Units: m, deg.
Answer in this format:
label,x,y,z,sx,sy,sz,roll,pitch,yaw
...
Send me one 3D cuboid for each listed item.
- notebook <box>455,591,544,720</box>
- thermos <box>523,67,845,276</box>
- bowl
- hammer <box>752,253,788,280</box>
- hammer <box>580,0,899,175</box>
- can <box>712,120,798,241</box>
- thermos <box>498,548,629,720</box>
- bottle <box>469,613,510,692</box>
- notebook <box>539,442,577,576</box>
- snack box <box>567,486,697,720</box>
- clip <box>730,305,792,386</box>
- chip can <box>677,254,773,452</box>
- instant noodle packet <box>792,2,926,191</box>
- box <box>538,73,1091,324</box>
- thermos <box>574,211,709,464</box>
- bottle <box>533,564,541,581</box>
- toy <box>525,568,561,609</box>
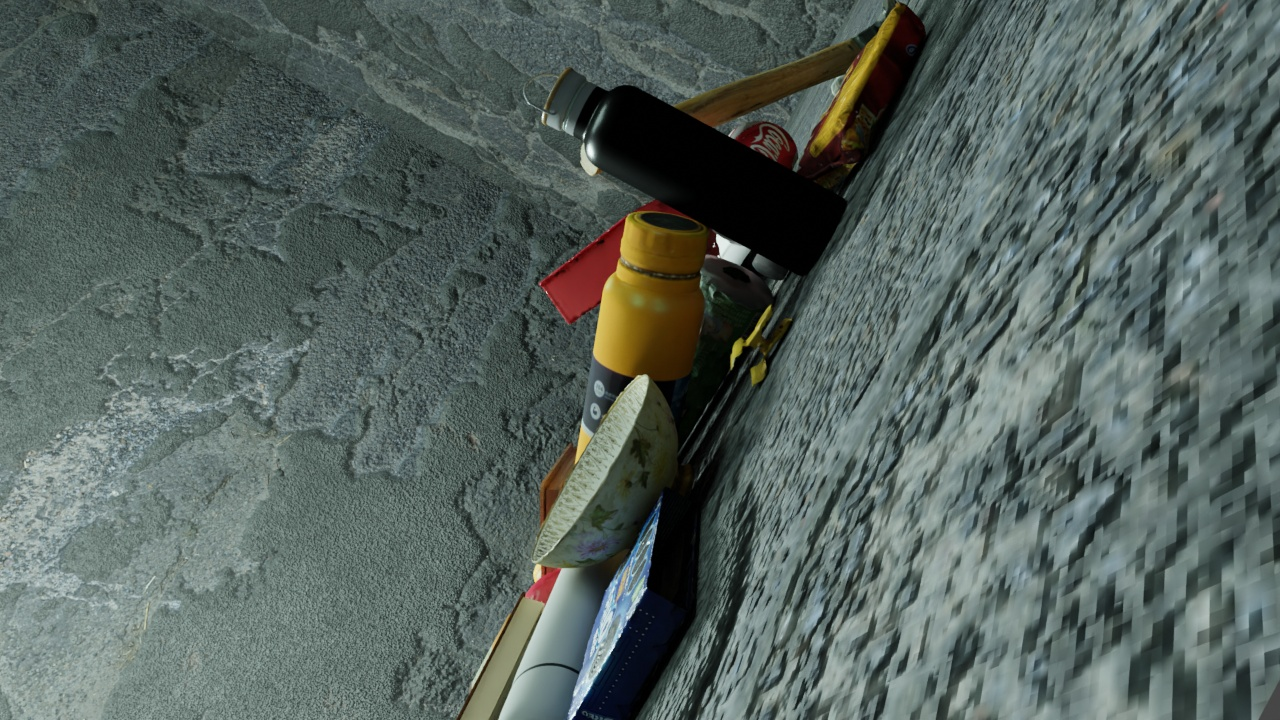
label,x,y,z,sx,sy,sz,roll,pitch,yaw
notebook,-0.110,0.288,0.600,0.167,0.024,0.226,-62,-13,-62
thermos,0.025,-0.139,0.634,0.061,0.231,0.061,-62,0,0
bowl,-0.009,0.086,0.606,0.145,0.063,0.145,-56,7,10
hammer,0.127,-0.116,0.884,0.127,0.029,0.323,-62,0,-4
hammer,0.093,-0.220,0.747,0.329,0.033,0.132,-28,-12,-26
can,0.086,-0.141,0.724,0.064,0.064,0.104,-62,2,41
thermos,-0.040,0.173,0.567,0.052,0.052,0.223,-62,1,15
bottle,-0.129,0.320,0.897,0.157,0.068,0.067,-62,1,23
notebook,-0.066,0.175,0.841,0.210,0.022,0.169,-62,-28,-85
snack box,-0.001,0.128,0.486,0.082,0.027,0.150,-61,0,11
clip,0.074,-0.013,0.587,0.053,0.044,0.050,-58,-29,-76
chip can,0.029,0.019,0.775,0.224,0.075,0.075,-61,1,27
instant noodle packet,0.159,-0.186,0.677,0.135,0.039,0.099,-60,-1,-20
box,0.162,-0.139,0.889,0.512,0.141,0.214,-14,13,26
thermos,-0.004,0.004,0.696,0.091,0.076,0.233,38,126,48
bottle,-0.092,0.250,1.166,0.063,0.063,0.108,-62,0,36
toy,-0.061,0.194,0.702,0.091,0.045,0.135,47,-118,-56
